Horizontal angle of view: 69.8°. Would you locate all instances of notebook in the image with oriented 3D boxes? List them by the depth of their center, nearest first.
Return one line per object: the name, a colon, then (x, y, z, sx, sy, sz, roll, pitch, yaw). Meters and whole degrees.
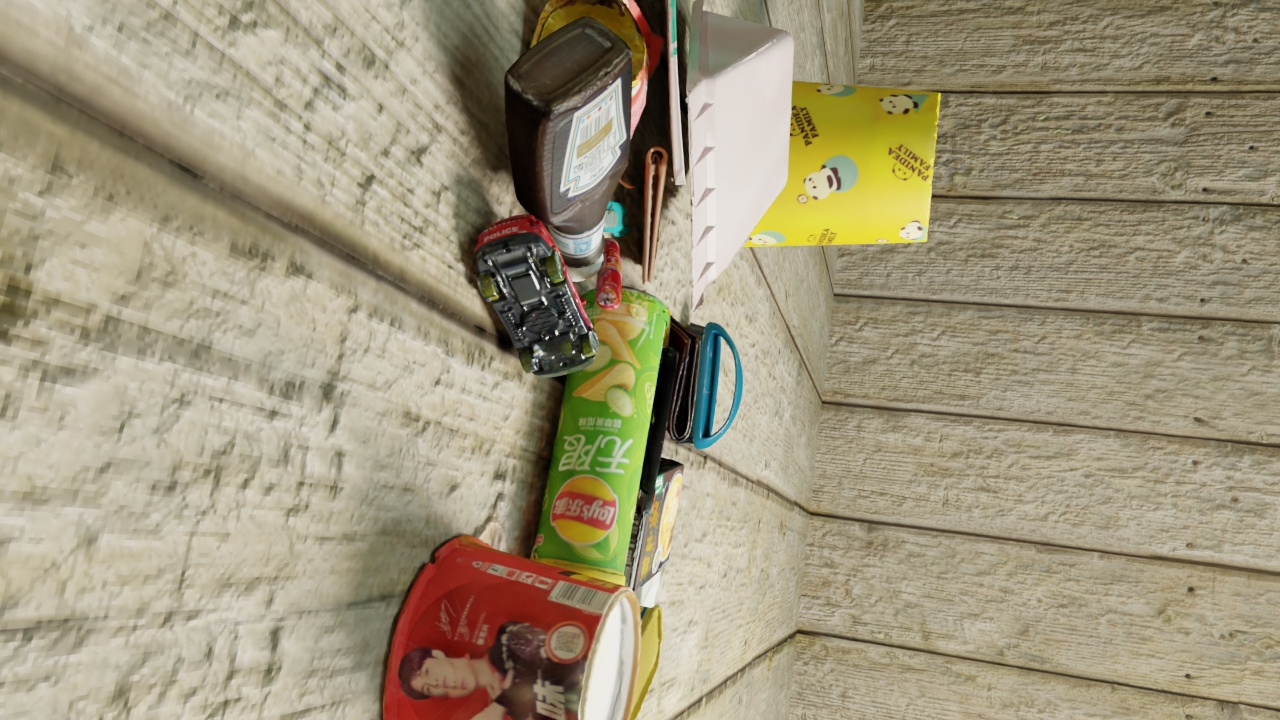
notebook: (0.028, -0.243, 0.784, 0.208, 0.012, 0.150, -86, 174, -69)

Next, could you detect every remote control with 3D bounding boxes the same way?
remote control: (0.004, 0.220, 0.925, 0.049, 0.024, 0.125, 13, 84, -73)

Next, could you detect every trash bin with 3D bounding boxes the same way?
trash bin: (0.242, -0.249, 1.174, 0.229, 0.255, 0.229, 6, 89, -73)

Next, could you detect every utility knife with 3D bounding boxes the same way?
utility knife: (-0.033, -0.111, 0.714, 0.171, 0.013, 0.029, -22, 113, -72)

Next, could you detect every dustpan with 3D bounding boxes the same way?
dustpan: (0.051, -0.214, 0.877, 0.272, 0.139, 0.223, -46, 146, -41)

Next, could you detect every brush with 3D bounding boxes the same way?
brush: (0.078, 0.028, 1.025, 0.055, 0.074, 0.143, 21, 76, -68)

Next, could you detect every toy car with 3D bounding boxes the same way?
toy car: (-0.063, -0.038, 0.568, 0.121, 0.053, 0.045, 71, 8, -45)

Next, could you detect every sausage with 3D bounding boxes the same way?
sausage: (-0.023, -0.068, 0.677, 0.155, 0.020, 0.020, -96, -177, -67)

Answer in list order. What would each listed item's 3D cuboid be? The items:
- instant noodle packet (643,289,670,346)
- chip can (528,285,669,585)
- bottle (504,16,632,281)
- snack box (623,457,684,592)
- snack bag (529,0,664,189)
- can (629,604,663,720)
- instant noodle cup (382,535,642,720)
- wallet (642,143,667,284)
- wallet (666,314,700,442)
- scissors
instant noodle packet: (-0.005, 0.005, 0.793, 0.110, 0.044, 0.128, 0, 99, -80)
chip can: (-0.029, 0.054, 0.678, 0.072, 0.073, 0.221, 49, 48, -67)
bottle: (-0.041, -0.114, 0.564, 0.079, 0.044, 0.195, -43, 162, -20)
snack box: (-0.002, 0.135, 0.842, 0.113, 0.053, 0.125, -4, 104, -73)
snack bag: (-0.017, -0.199, 0.665, 0.207, 0.073, 0.128, -25, 126, -80)
can: (-0.036, 0.222, 0.682, 0.101, 0.083, 0.057, -50, 142, -62)
instant noodle cup: (-0.065, 0.177, 0.528, 0.137, 0.109, 0.138, 6, 89, -73)
wallet: (0.010, -0.130, 0.805, 0.101, 0.020, 0.115, -84, 178, -75)
wallet: (0.028, 0.011, 0.848, 0.122, 0.020, 0.096, -128, -134, -71)
scissors: (0.002, 0.102, 0.736, 0.125, 0.022, 0.234, 92, 8, -77)
